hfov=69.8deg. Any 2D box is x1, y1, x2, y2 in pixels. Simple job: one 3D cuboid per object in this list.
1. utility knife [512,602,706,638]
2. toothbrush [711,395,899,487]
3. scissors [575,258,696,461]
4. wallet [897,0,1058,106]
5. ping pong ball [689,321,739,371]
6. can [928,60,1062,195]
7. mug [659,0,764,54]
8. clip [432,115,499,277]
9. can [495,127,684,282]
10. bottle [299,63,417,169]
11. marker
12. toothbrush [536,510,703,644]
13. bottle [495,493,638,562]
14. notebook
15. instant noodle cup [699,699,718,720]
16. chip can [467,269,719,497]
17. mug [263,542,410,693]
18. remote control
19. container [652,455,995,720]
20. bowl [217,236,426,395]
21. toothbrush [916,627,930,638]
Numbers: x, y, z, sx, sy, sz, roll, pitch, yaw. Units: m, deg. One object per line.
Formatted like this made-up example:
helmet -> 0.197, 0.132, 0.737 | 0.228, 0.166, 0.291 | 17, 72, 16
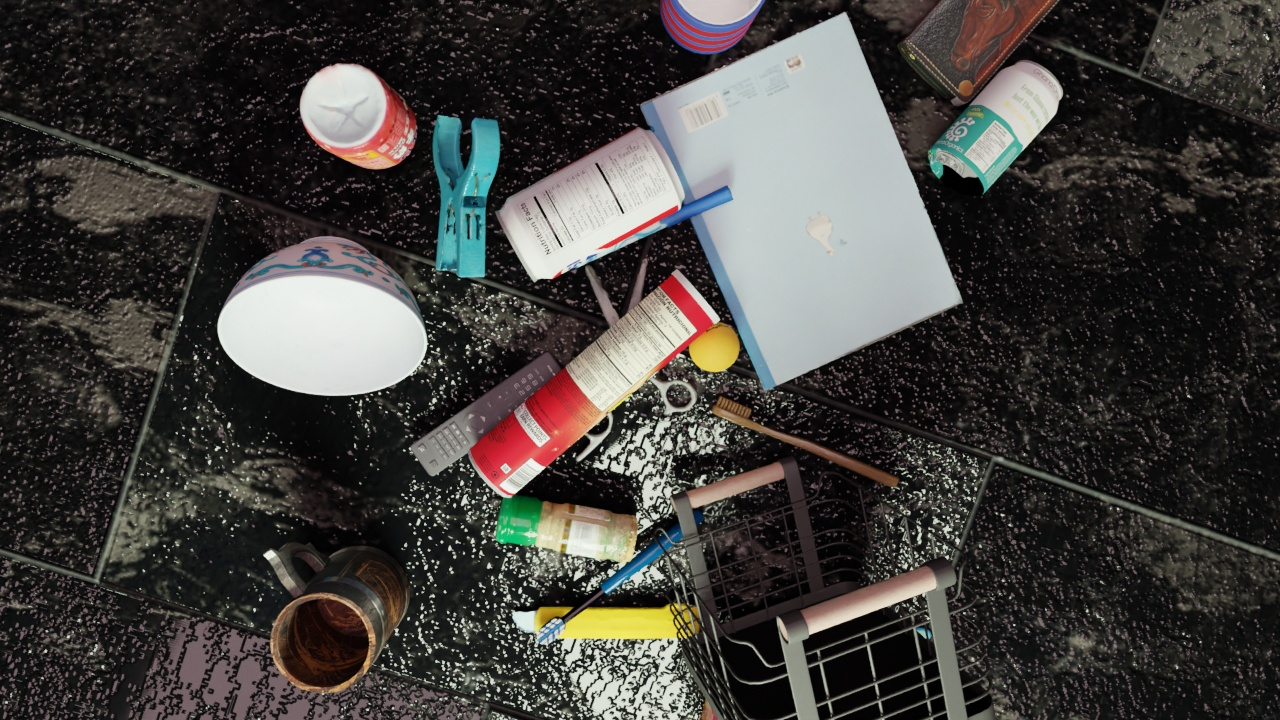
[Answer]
utility knife -> -0.024, 0.215, 0.759 | 0.165, 0.017, 0.030 | 0, 90, -3
toothbrush -> 0.137, 0.068, 0.754 | 0.167, 0.016, 0.016 | 23, 94, -4
scissors -> -0.021, 0.002, 0.742 | 0.141, 0.014, 0.162 | 44, 93, -8
wallet -> 0.271, -0.271, 0.729 | 0.072, 0.019, 0.123 | 42, 92, -8
ping pong ball -> 0.059, -0.011, 0.731 | 0.040, 0.040, 0.040 | 0, 95, -3
can -> 0.277, -0.181, 0.719 | 0.055, 0.055, 0.101 | 42, 92, -5
mug -> 0.070, -0.288, 0.690 | 0.112, 0.076, 0.075 | -35, 95, 0
clip -> -0.147, -0.137, 0.716 | 0.121, 0.031, 0.130 | 43, 125, 35
can -> -0.038, -0.118, 0.702 | 0.132, 0.070, 0.070 | -29, 96, 0
bottle -> -0.192, -0.168, 0.657 | 0.062, 0.137, 0.062 | 0, 96, -2
marker -> 0.007, -0.104, 0.729 | 0.142, 0.013, 0.013 | -24, 95, 5
toothbrush -> -0.016, 0.176, 0.750 | 0.167, 0.014, 0.014 | -37, 84, -4
bottle -> -0.059, 0.134, 0.738 | 0.111, 0.043, 0.043 | 11, 94, -4
notebook -> 0.131, -0.126, 0.740 | 0.181, 0.009, 0.253 | -24, 96, 0
instant noodle cup -> 0.117, 0.299, 0.705 | 0.178, 0.179, 0.077 | 4, 78, -3
chip can -> -0.037, 0.019, 0.710 | 0.215, 0.052, 0.052 | -41, 95, 3
mug -> -0.237, 0.181, 0.700 | 0.080, 0.107, 0.116 | -32, 96, 0
remote control -> -0.121, 0.043, 0.740 | 0.136, 0.015, 0.032 | -34, 96, 1
container -> 0.117, 0.173, 0.650 | 0.162, 0.241, 0.130 | -17, 103, -11
bowl -> -0.233, -0.044, 0.687 | 0.144, 0.144, 0.074 | -6, 55, -2
toothbrush -> 0.180, 0.247, 0.771 | 0.135, 0.017, 0.022 | -14, 92, -1
